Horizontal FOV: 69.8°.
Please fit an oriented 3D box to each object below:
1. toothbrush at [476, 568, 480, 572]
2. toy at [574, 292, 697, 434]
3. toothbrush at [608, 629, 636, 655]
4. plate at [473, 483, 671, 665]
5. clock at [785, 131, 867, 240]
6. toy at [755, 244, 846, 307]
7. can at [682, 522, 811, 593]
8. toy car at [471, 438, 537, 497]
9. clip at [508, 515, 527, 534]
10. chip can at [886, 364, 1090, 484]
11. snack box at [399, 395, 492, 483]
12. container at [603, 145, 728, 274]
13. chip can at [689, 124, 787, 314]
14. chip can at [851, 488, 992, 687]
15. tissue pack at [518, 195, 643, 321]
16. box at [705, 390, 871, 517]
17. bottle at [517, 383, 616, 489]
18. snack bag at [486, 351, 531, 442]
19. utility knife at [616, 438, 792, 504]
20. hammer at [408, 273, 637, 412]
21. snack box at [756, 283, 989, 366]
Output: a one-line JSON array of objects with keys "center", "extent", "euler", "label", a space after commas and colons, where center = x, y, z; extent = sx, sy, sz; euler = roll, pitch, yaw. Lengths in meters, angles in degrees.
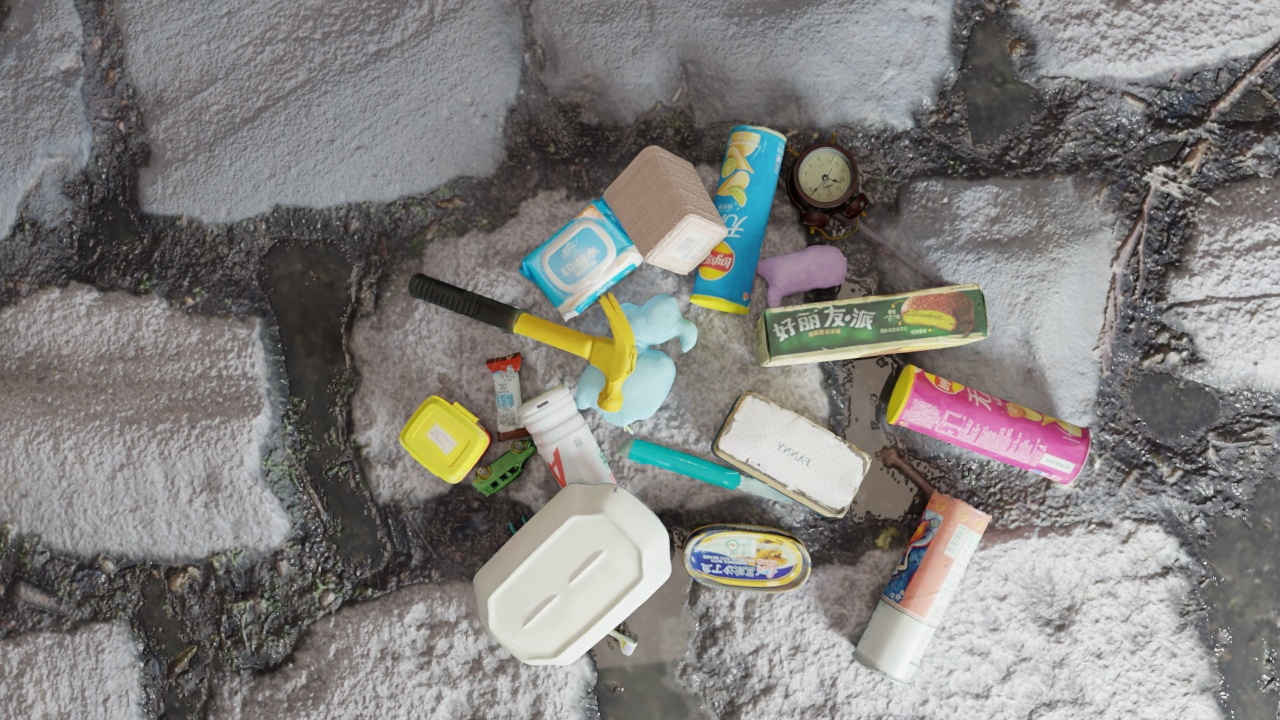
[{"center": [-0.125, 0.216, 1.077], "extent": [0.181, 0.015, 0.018], "euler": [-30, 105, 22], "label": "toothbrush"}, {"center": [-0.006, 0.006, 1.085], "extent": [0.161, 0.050, 0.156], "euler": [-12, 79, 12], "label": "toy"}, {"center": [-0.090, 0.297, 1.096], "extent": [0.189, 0.029, 0.020], "euler": [29, 48, 6], "label": "toothbrush"}, {"center": [-0.084, 0.254, 1.048], "extent": [0.162, 0.034, 0.266], "euler": [44, 109, -4], "label": "plate"}, {"center": [0.218, -0.200, 1.076], "extent": [0.082, 0.055, 0.122], "euler": [-18, 88, 3], "label": "clock"}, {"center": [0.191, -0.103, 1.078], "extent": [0.108, 0.039, 0.083], "euler": [-13, 57, 0], "label": "toy"}, {"center": [0.123, 0.230, 1.068], "extent": [0.148, 0.049, 0.074], "euler": [5, 88, 4], "label": "can"}, {"center": [-0.160, 0.127, 1.097], "extent": [0.091, 0.043, 0.036], "euler": [-41, 83, 3], "label": "toy car"}, {"center": [-0.138, 0.216, 1.106], "extent": [0.042, 0.014, 0.056], "euler": [-26, 84, 3], "label": "clip"}, {"center": [0.393, 0.073, 1.044], "extent": [0.210, 0.071, 0.071], "euler": [20, 89, 4], "label": "chip can"}, {"center": [-0.223, 0.091, 1.084], "extent": [0.091, 0.080, 0.082], "euler": [38, 91, 5], "label": "snack box"}, {"center": [0.032, -0.166, 1.044], "extent": [0.090, 0.089, 0.111], "euler": [-43, 58, 26], "label": "container"}, {"center": [0.115, -0.163, 1.074], "extent": [0.071, 0.071, 0.210], "euler": [13, 88, 5], "label": "chip can"}, {"center": [0.320, 0.256, 1.041], "extent": [0.071, 0.071, 0.214], "euler": [27, 90, 5], "label": "chip can"}, {"center": [-0.067, -0.121, 1.090], "extent": [0.140, 0.063, 0.090], "euler": [-39, 85, 2], "label": "tissue pack"}, {"center": [0.167, 0.106, 1.061], "extent": [0.184, 0.061, 0.089], "euler": [31, 81, 7], "label": "box"}, {"center": [-0.071, 0.126, 1.076], "extent": [0.068, 0.068, 0.197], "euler": [-28, 91, 2], "label": "bottle"}, {"center": [-0.159, 0.044, 1.108], "extent": [0.048, 0.026, 0.104], "euler": [-12, 87, 11], "label": "snack bag"}, {"center": [0.078, 0.133, 1.093], "extent": [0.216, 0.013, 0.029], "euler": [17, 82, 6], "label": "utility knife"}, {"center": [-0.141, -0.046, 1.071], "extent": [0.301, 0.032, 0.129], "euler": [19, 110, 19], "label": "hammer"}, {"center": [0.255, -0.036, 1.037], "extent": [0.240, 0.114, 0.063], "euler": [-7, 86, 4], "label": "snack box"}]
